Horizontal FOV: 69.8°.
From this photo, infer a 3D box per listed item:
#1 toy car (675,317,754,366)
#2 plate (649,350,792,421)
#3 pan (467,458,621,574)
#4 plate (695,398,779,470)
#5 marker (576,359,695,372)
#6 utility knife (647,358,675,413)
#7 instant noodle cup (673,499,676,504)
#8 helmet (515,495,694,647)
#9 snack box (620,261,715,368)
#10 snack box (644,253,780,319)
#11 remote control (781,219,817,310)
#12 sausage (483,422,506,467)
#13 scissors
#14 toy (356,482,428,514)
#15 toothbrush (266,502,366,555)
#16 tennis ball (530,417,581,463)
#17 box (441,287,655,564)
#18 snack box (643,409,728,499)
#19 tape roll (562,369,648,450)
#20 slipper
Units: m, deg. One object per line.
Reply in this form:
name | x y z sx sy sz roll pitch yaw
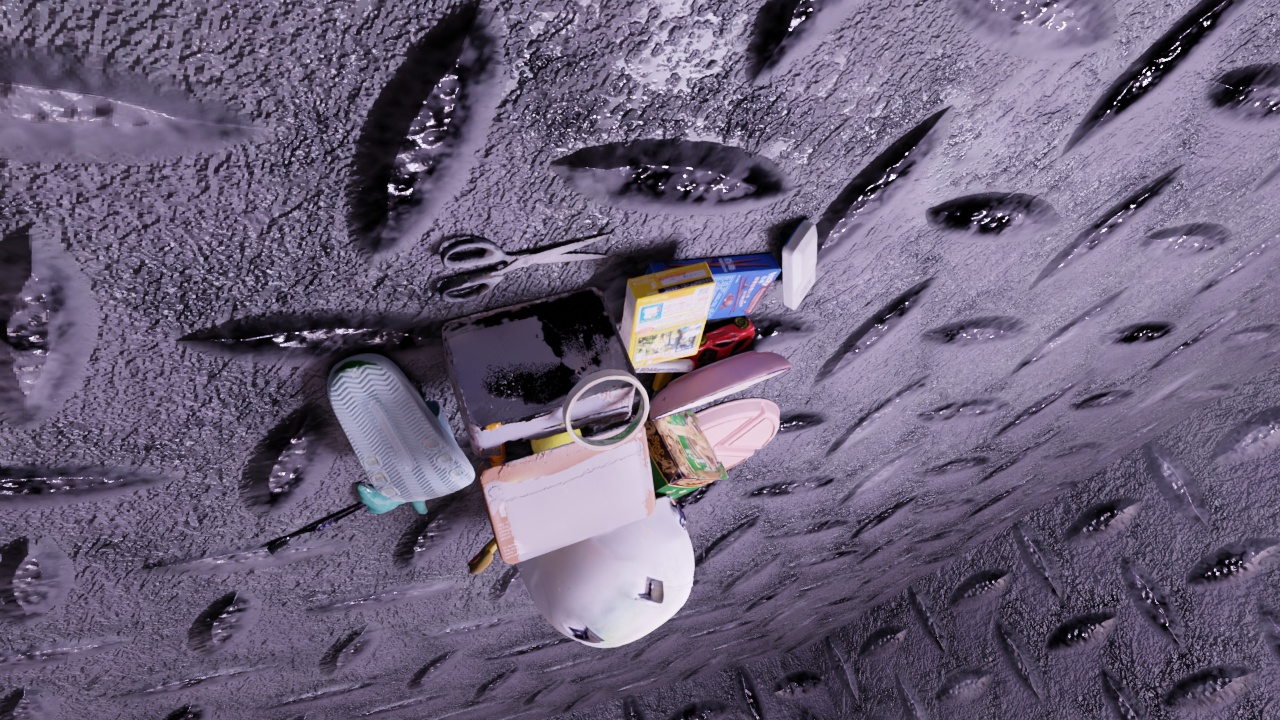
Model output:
toy car | 0.092 -0.018 1.128 0.106 0.031 0.049 -19 152 -21
plate | 0.097 0.027 1.169 0.192 0.039 0.192 -20 174 -2
pan | -0.126 0.186 1.128 0.198 0.078 0.356 -37 -170 18
plate | 0.113 0.131 1.423 0.229 0.028 0.230 -17 152 -9
marker | -0.006 0.006 1.089 0.145 0.017 0.017 0 148 -11
utility knife | 0.030 0.011 1.156 0.033 0.015 0.224 -27 156 -26
instant noodle cup | -0.025 0.214 1.353 0.116 0.116 0.123 -48 151 -5
helmet | -0.023 0.292 1.209 0.229 0.145 0.258 -34 148 11
snack box | 0.026 -0.045 0.980 0.086 0.033 0.141 -14 149 -13
snack box | 0.070 -0.078 1.018 0.157 0.026 0.085 -7 149 -26
remote control | 0.180 -0.106 1.031 0.049 0.024 0.125 -53 158 -16
sausage | -0.185 0.112 1.178 0.021 0.021 0.165 -15 151 -13
scissors | -0.113 -0.095 0.869 0.164 0.014 0.164 -31 152 16
toy | -0.311 0.177 1.188 0.092 0.030 0.097 -17 139 -8
toothbrush | -0.406 0.212 1.204 0.189 0.016 0.014 -25 147 3
tennis ball | -0.107 0.102 1.170 0.065 0.065 0.066 -17 152 -10
box | -0.089 0.067 0.948 0.179 0.269 0.136 -16 -177 -15
snack box | 0.032 0.139 1.269 0.106 0.118 0.117 -39 154 26
tape roll | -0.034 0.048 0.895 0.085 0.014 0.086 -10 123 -17
slipper | -0.265 0.073 1.003 0.104 0.074 0.246 -20 137 -1
